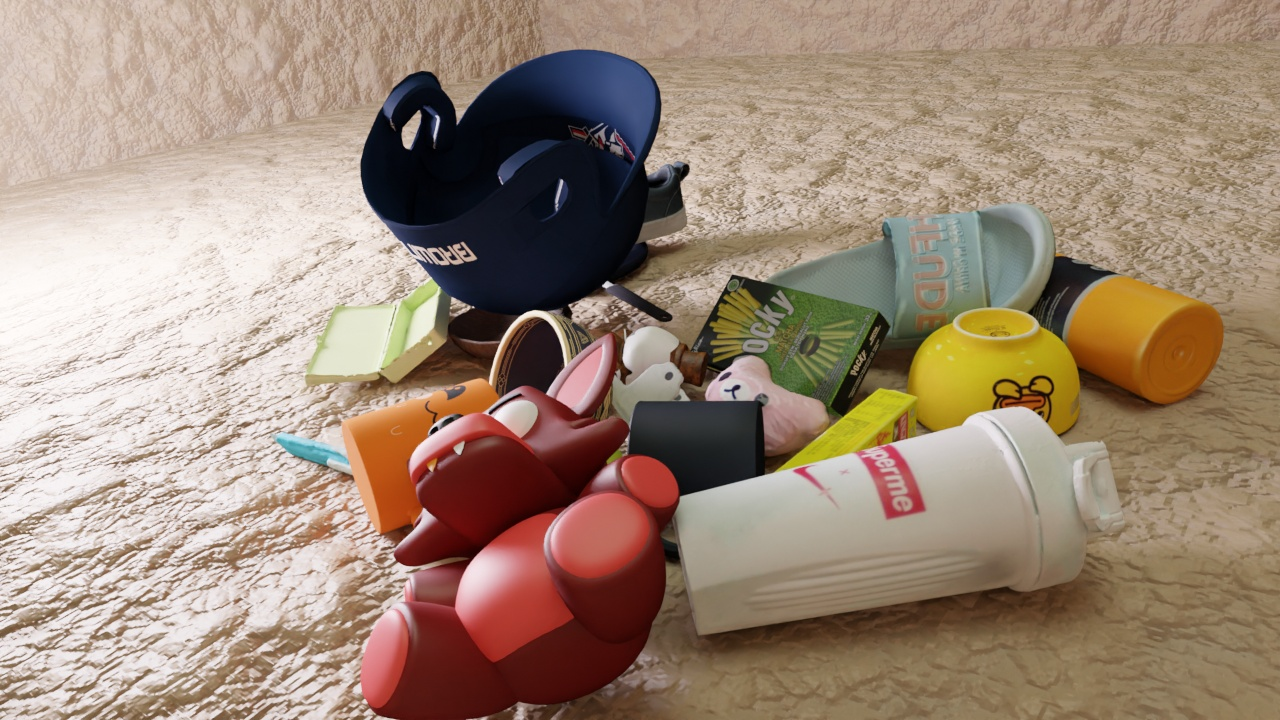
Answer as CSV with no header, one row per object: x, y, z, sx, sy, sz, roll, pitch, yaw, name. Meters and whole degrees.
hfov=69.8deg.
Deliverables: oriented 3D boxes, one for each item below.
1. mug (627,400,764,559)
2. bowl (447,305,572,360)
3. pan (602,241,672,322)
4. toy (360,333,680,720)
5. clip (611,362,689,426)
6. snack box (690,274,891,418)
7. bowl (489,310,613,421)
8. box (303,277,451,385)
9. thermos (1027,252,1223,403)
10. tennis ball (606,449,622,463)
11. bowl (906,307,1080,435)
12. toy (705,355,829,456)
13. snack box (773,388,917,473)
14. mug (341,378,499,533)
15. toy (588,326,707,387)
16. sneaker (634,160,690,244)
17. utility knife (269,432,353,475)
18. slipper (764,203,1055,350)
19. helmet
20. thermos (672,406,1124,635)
0.035,0.074,0.567,0.077,0.071,0.104,-1,51,12,mug
-0.121,-0.026,0.863,0.118,0.030,0.117,-5,24,2,bowl
-0.054,-0.090,0.999,0.198,0.021,0.356,-17,25,-22,pan
-0.063,0.078,0.471,0.158,0.120,0.197,-34,39,12,toy
0.010,0.030,0.670,0.054,0.040,0.101,-34,56,-5,clip
0.113,-0.015,0.725,0.148,0.025,0.080,21,79,46,snack box
-0.056,0.024,0.657,0.061,0.112,0.112,9,12,-36,bowl
-0.245,-0.029,0.893,0.141,0.047,0.187,-18,25,-3,box
0.325,-0.044,0.727,0.091,0.076,0.232,-7,24,-19,thermos
-0.041,0.074,0.577,0.065,0.065,0.065,-6,24,2,tennis ball
0.251,0.004,0.654,0.117,0.068,0.117,-6,24,2,bowl
0.070,0.041,0.640,0.095,0.053,0.099,-30,39,-15,toy
0.129,0.065,0.582,0.029,0.040,0.147,15,32,39,snack box
-0.131,0.074,0.603,0.095,0.078,0.112,-18,53,-24,mug
-0.004,0.004,0.735,0.113,0.067,0.087,10,28,13,toy
-0.047,-0.176,1.054,0.235,0.087,0.089,-18,26,-24,sneaker
-0.247,0.068,0.697,0.124,0.022,0.015,11,37,34,utility knife
0.201,-0.062,0.734,0.246,0.104,0.074,-13,-23,24,slipper
-0.091,-0.167,0.838,0.232,0.223,0.272,32,85,35,helmet
0.129,0.087,0.477,0.220,0.099,0.099,-12,24,-1,thermos
